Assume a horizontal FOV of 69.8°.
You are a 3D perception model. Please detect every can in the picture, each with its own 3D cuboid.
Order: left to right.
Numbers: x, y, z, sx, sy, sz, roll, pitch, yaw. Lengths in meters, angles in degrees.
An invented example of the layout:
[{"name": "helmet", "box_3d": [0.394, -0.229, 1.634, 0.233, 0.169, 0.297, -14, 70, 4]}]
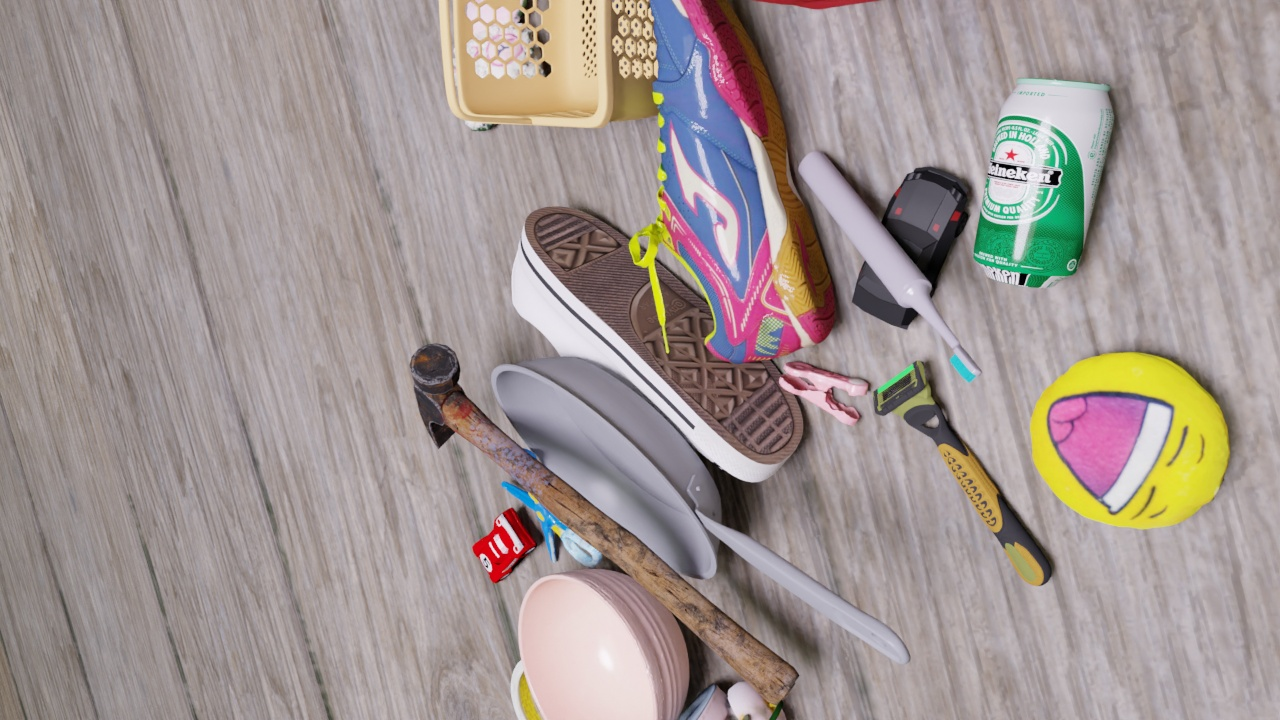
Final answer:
[{"name": "can", "box_3d": [0.205, -0.090, 0.469, 0.053, 0.053, 0.101, 17, 111, 33]}]

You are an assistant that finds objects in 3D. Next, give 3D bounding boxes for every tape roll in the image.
[{"name": "tape roll", "box_3d": [-0.071, 0.293, 0.786, 0.094, 0.019, 0.094, 10, 107, 35]}]

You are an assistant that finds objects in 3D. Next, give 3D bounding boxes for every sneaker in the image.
[{"name": "sneaker", "box_3d": [-0.004, 0.004, 0.630, 0.245, 0.091, 0.097, 40, 133, 19]}, {"name": "sneaker", "box_3d": [0.037, -0.112, 0.548, 0.091, 0.116, 0.242, -15, 98, 28]}]

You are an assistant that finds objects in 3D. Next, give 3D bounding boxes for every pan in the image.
[{"name": "pan", "box_3d": [0.027, 0.086, 0.564, 0.357, 0.050, 0.201, 17, 146, 50]}]

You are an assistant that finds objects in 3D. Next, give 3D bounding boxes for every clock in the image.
[{"name": "clock", "box_3d": [0.045, 0.282, 0.640, 0.059, 0.116, 0.158, 41, 122, 9]}]

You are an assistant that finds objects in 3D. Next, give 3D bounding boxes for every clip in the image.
[{"name": "clip", "box_3d": [0.118, 0.014, 0.579, 0.060, 0.023, 0.045, 48, 119, 16]}]

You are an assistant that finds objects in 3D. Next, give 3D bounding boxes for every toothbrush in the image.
[{"name": "toothbrush", "box_3d": [0.132, -0.056, 0.496, 0.019, 0.018, 0.187, -54, 39, 29]}]

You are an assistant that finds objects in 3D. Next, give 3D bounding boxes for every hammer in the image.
[{"name": "hammer", "box_3d": [-0.032, 0.118, 0.635, 0.330, 0.033, 0.120, 38, 154, 16]}]

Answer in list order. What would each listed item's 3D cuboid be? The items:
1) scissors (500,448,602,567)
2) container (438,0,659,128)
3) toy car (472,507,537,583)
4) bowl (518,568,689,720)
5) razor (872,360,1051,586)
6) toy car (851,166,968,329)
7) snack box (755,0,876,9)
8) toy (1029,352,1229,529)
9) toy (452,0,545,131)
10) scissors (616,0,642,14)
[{"name": "scissors", "box_3d": [-0.073, 0.121, 0.726, 0.130, 0.013, 0.125, 36, 145, 36]}, {"name": "container", "box_3d": [-0.059, -0.233, 0.540, 0.129, 0.166, 0.183, 13, 107, 33]}, {"name": "toy car", "box_3d": [-0.118, 0.159, 0.779, 0.038, 0.025, 0.090, 54, 135, 14]}, {"name": "bowl", "box_3d": [-0.017, 0.221, 0.687, 0.153, 0.076, 0.153, 14, 109, 44]}, {"name": "razor", "box_3d": [0.191, 0.068, 0.537, 0.144, 0.021, 0.044, 58, 144, 12]}, {"name": "toy car", "box_3d": [0.152, -0.064, 0.524, 0.042, 0.036, 0.092, 31, 118, 27]}, {"name": "snack box", "box_3d": [0.118, -0.205, 0.449, 0.143, 0.144, 0.040, 5, 106, 36]}, {"name": "toy", "box_3d": [0.251, 0.042, 0.474, 0.094, 0.041, 0.096, 32, 121, 31]}, {"name": "toy", "box_3d": [-0.109, -0.230, 0.680, 0.096, 0.041, 0.109, -6, 91, 39]}, {"name": "scissors", "box_3d": [0.020, -0.271, 0.590, 0.129, 0.014, 0.119, 22, 110, 28]}]
